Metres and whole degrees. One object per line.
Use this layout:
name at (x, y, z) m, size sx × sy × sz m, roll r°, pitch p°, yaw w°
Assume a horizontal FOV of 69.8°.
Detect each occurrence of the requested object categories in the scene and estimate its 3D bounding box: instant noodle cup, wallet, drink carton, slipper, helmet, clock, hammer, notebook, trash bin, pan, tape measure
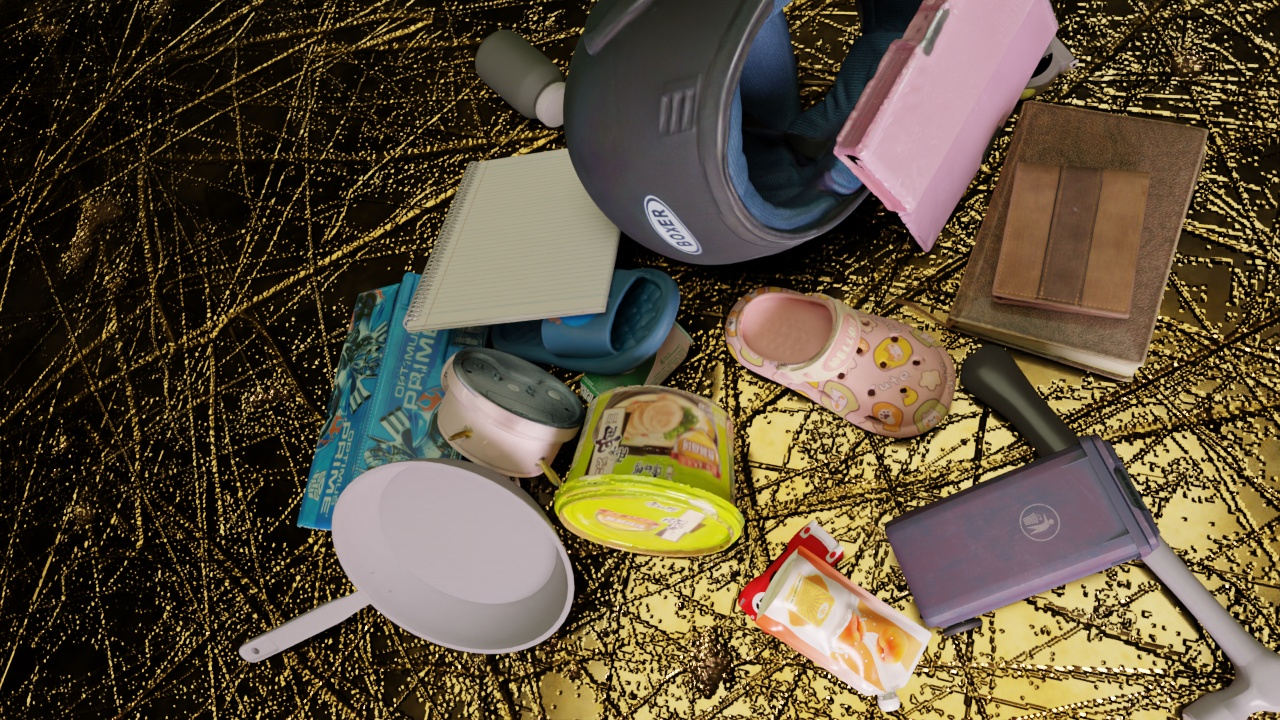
instant noodle cup at (0.011, 0.086, 0.719) m, size 0.146 × 0.146 × 0.097 m, roll 0°, pitch 61°, yaw 16°
wallet at (0.331, -0.094, 0.707) m, size 0.099 × 0.027 × 0.121 m, roll 10°, pitch 75°, yaw 18°
drink carton at (0.152, 0.201, 0.683) m, size 0.122 × 0.039 × 0.069 m, roll 33°, pitch 77°, yaw 1°
slipper at (-0.053, -0.043, 0.787) m, size 0.214 × 0.059 × 0.103 m, roll 2°, pitch 55°, yaw 42°
helmet at (0.075, -0.233, 0.750) m, size 0.236 × 0.249 × 0.316 m, roll 25°, pitch 76°, yaw 50°
clock at (-0.113, 0.036, 0.770) m, size 0.059 × 0.116 × 0.157 m, roll -61°, pitch 21°, yaw 17°
hammer at (0.352, 0.108, 0.670) m, size 0.125 × 0.029 × 0.310 m, roll -36°, pitch 66°, yaw 3°
notebook at (-0.102, -0.120, 0.831) m, size 0.178 × 0.013 × 0.245 m, roll -5°, pitch 45°, yaw 14°
trash bin at (0.265, 0.122, 0.641) m, size 0.161 × 0.092 × 0.093 m, roll -27°, pitch 67°, yaw 18°
pan at (-0.210, 0.186, 0.766) m, size 0.358 × 0.201 × 0.050 m, roll -26°, pitch 22°, yaw 27°
slipper at (0.157, -0.013, 0.739) m, size 0.197 × 0.081 × 0.093 m, roll 25°, pitch 79°, yaw 24°
tape measure at (0.338, -0.263, 0.805) m, size 0.065 × 0.017 × 0.064 m, roll -29°, pitch 66°, yaw 5°
notebook at (0.332, -0.106, 0.744) m, size 0.190 × 0.034 × 0.215 m, roll 18°, pitch 77°, yaw 21°

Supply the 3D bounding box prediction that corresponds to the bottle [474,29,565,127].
bottle at (-0.113, -0.281, 0.917) m, size 0.060 × 0.060 × 0.108 m, roll -45°, pitch 66°, yaw -2°

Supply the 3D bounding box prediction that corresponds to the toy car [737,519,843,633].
toy car at (0.117, 0.169, 0.718) m, size 0.089 × 0.025 × 0.038 m, roll -46°, pitch 66°, yaw -2°

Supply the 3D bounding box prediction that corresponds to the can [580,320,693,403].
can at (-0.005, 0.005, 0.793) m, size 0.101 × 0.053 × 0.053 m, roll -45°, pitch 66°, yaw -2°

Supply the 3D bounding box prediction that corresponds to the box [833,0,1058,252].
box at (0.257, -0.216, 0.716) m, size 0.039 × 0.179 × 0.232 m, roll 29°, pitch 90°, yaw 45°

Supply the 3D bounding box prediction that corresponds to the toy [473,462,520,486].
toy at (-0.126, 0.106, 0.797) m, size 0.050 × 0.066 × 0.102 m, roll 7°, pitch 67°, yaw -16°

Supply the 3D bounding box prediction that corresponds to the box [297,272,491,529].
box at (-0.233, 0.041, 0.839) m, size 0.170 × 0.071 × 0.243 m, roll 4°, pitch 73°, yaw 18°
